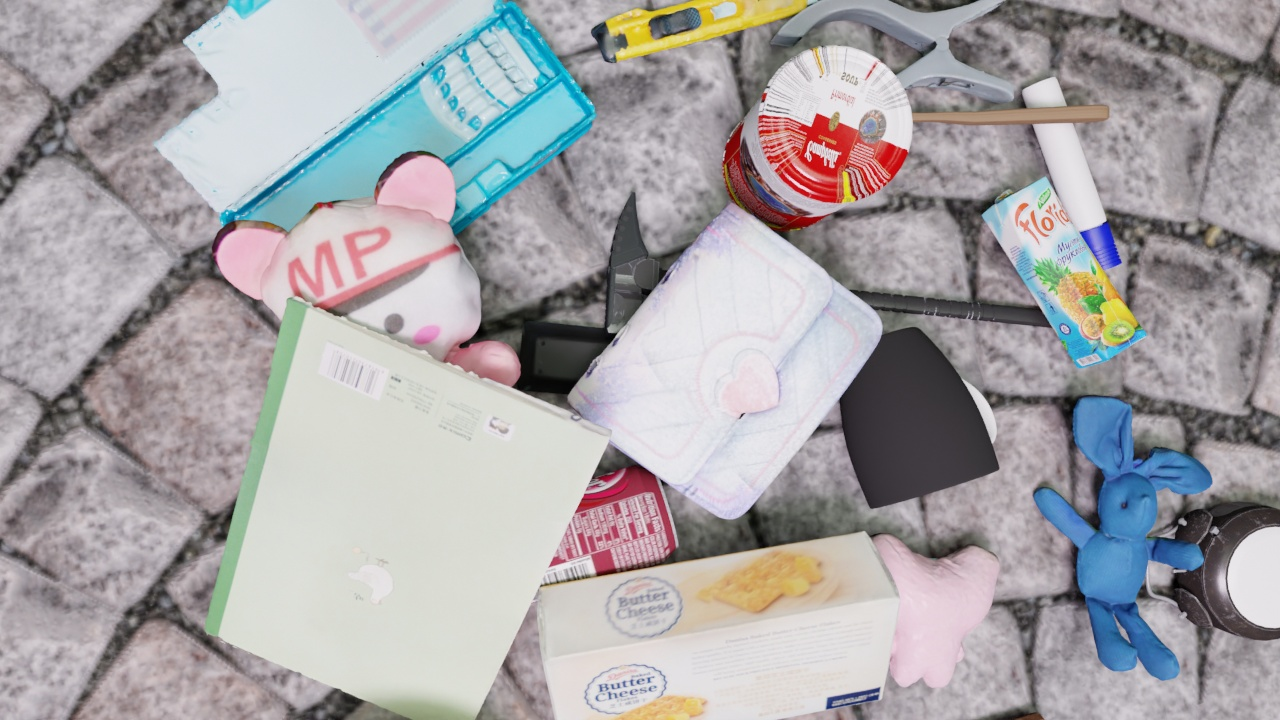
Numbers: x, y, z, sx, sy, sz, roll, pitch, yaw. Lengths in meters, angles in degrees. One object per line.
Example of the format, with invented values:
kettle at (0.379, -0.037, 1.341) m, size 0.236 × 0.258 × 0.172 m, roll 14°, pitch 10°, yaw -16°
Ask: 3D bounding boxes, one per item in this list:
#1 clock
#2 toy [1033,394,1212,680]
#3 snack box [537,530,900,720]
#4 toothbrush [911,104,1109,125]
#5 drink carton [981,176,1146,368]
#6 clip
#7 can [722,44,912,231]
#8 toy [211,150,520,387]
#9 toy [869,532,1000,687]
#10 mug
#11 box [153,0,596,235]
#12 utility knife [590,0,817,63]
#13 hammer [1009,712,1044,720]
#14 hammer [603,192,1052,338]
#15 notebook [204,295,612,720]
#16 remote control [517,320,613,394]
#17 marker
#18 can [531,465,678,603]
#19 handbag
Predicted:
clock at (0.412, 0.143, 0.623) m, size 0.123 × 0.044 × 0.091 m, roll 0°, pitch 90°, yaw -5°
toy at (0.326, 0.116, 0.604) m, size 0.112 × 0.071 × 0.176 m, roll 6°, pitch 82°, yaw -5°
snack box at (0.046, 0.173, 0.560) m, size 0.208 × 0.057 × 0.104 m, roll -9°, pitch 128°, yaw -5°
toothbrush at (0.222, -0.159, 0.606) m, size 0.167 × 0.016 × 0.016 m, roll -1°, pitch 93°, yaw 7°
drink carton at (0.278, -0.059, 0.607) m, size 0.044 × 0.039 × 0.129 m, roll -29°, pitch 84°, yaw -13°
clip at (0.170, -0.189, 0.611) m, size 0.163 × 0.028 × 0.107 m, roll -8°, pitch 92°, yaw -4°
can at (0.102, -0.129, 0.559) m, size 0.086 × 0.116 × 0.086 m, roll 0°, pitch 90°, yaw -5°
toy at (-0.138, 0.000, 0.530) m, size 0.142 × 0.084 × 0.213 m, roll -18°, pitch 111°, yaw 12°
toy at (0.186, 0.164, 0.598) m, size 0.099 × 0.053 × 0.095 m, roll 9°, pitch 82°, yaw -11°
mug at (0.182, 0.032, 0.592) m, size 0.118 × 0.085 × 0.100 m, roll -10°, pitch 77°, yaw -35°
box at (-0.167, -0.154, 0.565) m, size 0.227 × 0.056 × 0.185 m, roll -38°, pitch 104°, yaw -4°
utility knife at (0.048, -0.229, 0.606) m, size 0.163 × 0.017 × 0.030 m, roll -17°, pitch 101°, yaw -8°
hammer at (0.115, 0.283, 0.605) m, size 0.323 × 0.033 × 0.115 m, roll -11°, pitch 89°, yaw -6°
hammer at (0.139, -0.048, 0.610) m, size 0.325 × 0.015 × 0.095 m, roll 5°, pitch 78°, yaw -8°
notebook at (-0.146, 0.104, 0.529) m, size 0.182 × 0.010 × 0.253 m, roll 23°, pitch 116°, yaw -4°
remote control at (-0.004, 0.003, 0.597) m, size 0.150 × 0.022 × 0.047 m, roll 5°, pitch 89°, yaw -5°
marker at (0.291, -0.124, 0.623) m, size 0.027 × 0.023 × 0.133 m, roll -20°, pitch 92°, yaw 17°
can at (-0.038, 0.109, 0.573) m, size 0.114 × 0.063 × 0.063 m, roll -16°, pitch 91°, yaw -5°
handbag at (0.051, 0.002, 0.554) m, size 0.126 × 0.069 × 0.159 m, roll 36°, pitch 98°, yaw -14°
